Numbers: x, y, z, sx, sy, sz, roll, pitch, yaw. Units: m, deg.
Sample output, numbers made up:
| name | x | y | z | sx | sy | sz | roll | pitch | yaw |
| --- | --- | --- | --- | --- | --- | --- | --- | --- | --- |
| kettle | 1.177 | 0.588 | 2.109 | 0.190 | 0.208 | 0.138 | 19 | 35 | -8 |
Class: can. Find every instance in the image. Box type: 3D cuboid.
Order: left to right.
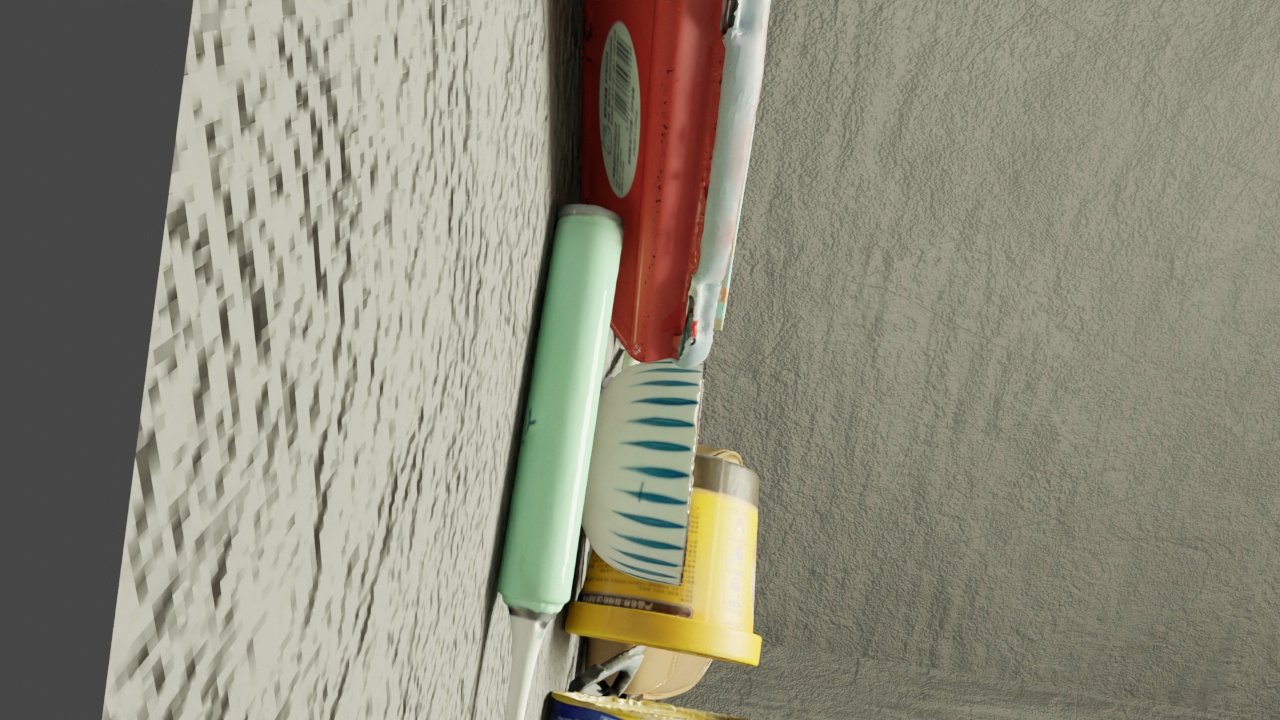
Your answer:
| name | x | y | z | sx | sy | sz | roll | pitch | yaw |
| --- | --- | --- | --- | --- | --- | --- | --- | --- | --- |
| can | 0.012 | 0.230 | 0.541 | 0.075 | 0.148 | 0.049 | -18 | -123 | 58 |

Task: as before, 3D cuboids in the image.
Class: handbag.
| name | x | y | z | sx | sy | sz | roll | pitch | yaw |
| --- | --- | --- | --- | --- | --- | --- | --- | --- | --- |
| handbag | 0.013 | 0.165 | 0.734 | 0.147 | 0.100 | 0.204 | -4 | 104 | -60 |

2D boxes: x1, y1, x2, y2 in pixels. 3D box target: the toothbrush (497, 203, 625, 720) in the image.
| name | x | y | z | sx | sy | sz | roll | pitch | yaw |
| --- | --- | --- | --- | --- | --- | --- | --- | --- | --- |
| toothbrush | -0.033 | 0.052 | 0.324 | 0.026 | 0.027 | 0.224 | 17 | 75 | -40 |

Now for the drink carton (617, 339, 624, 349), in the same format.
| name | x | y | z | sx | sy | sz | roll | pitch | yaw |
| --- | --- | --- | --- | --- | --- | --- | --- | --- | --- |
| drink carton | 0.016 | -0.069 | 0.663 | 0.045 | 0.053 | 0.122 | 87 | 10 | -69 |

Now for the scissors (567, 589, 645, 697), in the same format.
| name | x | y | z | sx | sy | sz | roll | pitch | yaw |
| --- | --- | --- | --- | --- | --- | --- | --- | --- | --- |
| scissors | 0.014 | 0.192 | 0.659 | 0.159 | 0.014 | 0.178 | -52 | 128 | -15 |

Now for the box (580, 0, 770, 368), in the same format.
| name | x | y | z | sx | sy | sz | roll | pitch | yaw |
| --- | --- | --- | --- | --- | --- | --- | --- | --- | --- |
| box | 0.011 | -0.089 | 0.345 | 0.202 | 0.046 | 0.086 | 95 | -28 | -42 |

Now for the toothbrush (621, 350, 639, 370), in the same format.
| name | x | y | z | sx | sy | sz | roll | pitch | yaw |
| --- | --- | --- | --- | --- | --- | --- | --- | --- | --- |
| toothbrush | -0.004 | 0.004 | 0.673 | 0.189 | 0.020 | 0.029 | -94 | -172 | -79 |

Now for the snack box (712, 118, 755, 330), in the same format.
| name | x | y | z | sx | sy | sz | roll | pitch | yaw |
| --- | --- | --- | --- | --- | --- | --- | --- | --- | --- |
| snack box | 0.024 | -0.095 | 0.553 | 0.175 | 0.074 | 0.051 | 93 | 6 | -50 |

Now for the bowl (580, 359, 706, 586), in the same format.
| name | x | y | z | sx | sy | sz | roll | pitch | yaw |
| --- | --- | --- | --- | --- | --- | --- | --- | --- | --- |
| bowl | -0.004 | 0.055 | 0.478 | 0.116 | 0.066 | 0.116 | 10 | 87 | -87 |

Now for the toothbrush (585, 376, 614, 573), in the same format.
| name | x | y | z | sx | sy | sz | roll | pitch | yaw |
| --- | --- | --- | --- | --- | --- | --- | --- | --- | --- |
| toothbrush | -0.025 | 0.098 | 0.620 | 0.021 | 0.029 | 0.189 | -18 | 121 | -44 |

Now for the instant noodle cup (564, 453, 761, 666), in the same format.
| name | x | y | z | sx | sy | sz | roll | pitch | yaw |
| --- | --- | --- | --- | --- | --- | --- | --- | --- | --- |
| instant noodle cup | 0.021 | 0.121 | 0.570 | 0.118 | 0.118 | 0.114 | 86 | 12 | -72 |
